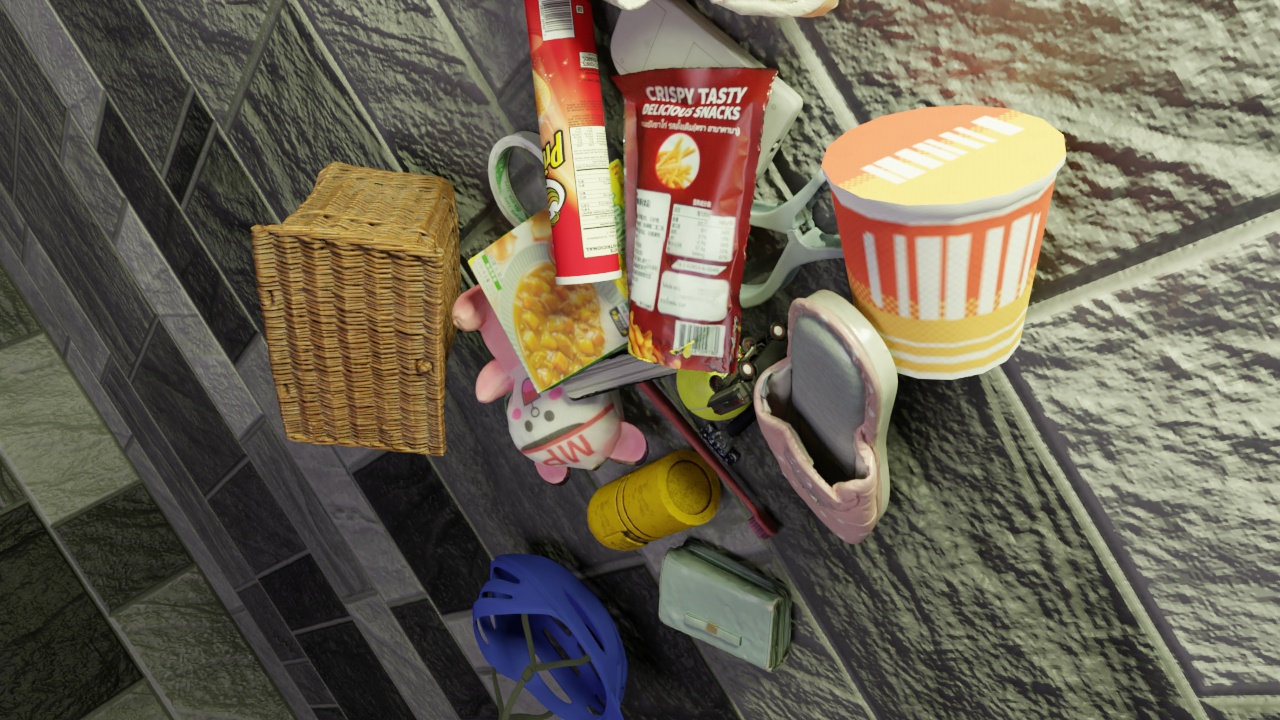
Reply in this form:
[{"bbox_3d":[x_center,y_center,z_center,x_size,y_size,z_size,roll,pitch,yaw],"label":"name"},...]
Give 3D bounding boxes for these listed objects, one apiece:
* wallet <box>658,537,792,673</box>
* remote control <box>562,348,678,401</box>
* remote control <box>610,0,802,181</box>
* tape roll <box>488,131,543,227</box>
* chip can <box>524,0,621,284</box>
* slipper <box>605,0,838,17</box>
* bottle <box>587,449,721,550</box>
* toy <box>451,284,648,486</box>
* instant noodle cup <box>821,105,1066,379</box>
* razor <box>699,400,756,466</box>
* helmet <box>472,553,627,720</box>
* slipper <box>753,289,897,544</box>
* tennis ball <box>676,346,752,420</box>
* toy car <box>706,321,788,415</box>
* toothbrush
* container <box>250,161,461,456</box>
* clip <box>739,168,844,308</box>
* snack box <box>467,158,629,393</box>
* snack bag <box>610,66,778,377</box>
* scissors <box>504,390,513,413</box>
[{"bbox_3d":[0.082,0.237,0.883,0.132,0.054,0.100,16,127,32],"label":"wallet"},{"bbox_3d":[-0.005,0.005,0.787,0.137,0.013,0.033,-16,103,18],"label":"remote control"},{"bbox_3d":[0.042,-0.198,0.645,0.151,0.019,0.074,44,140,13],"label":"remote control"},{"bbox_3d":[-0.098,-0.157,0.818,0.094,0.018,0.094,25,132,32],"label":"tape roll"},{"bbox_3d":[-0.051,-0.168,0.694,0.052,0.051,0.215,3,103,45],"label":"chip can"},{"bbox_3d":[0.010,-0.281,0.583,0.273,0.053,0.115,24,113,28],"label":"slipper"},{"bbox_3d":[0.000,0.141,0.880,0.071,0.070,0.164,57,141,0],"label":"bottle"},{"bbox_3d":[-0.082,0.014,0.860,0.142,0.084,0.213,-22,97,24],"label":"toy"},{"bbox_3d":[0.173,-0.065,0.532,0.123,0.123,0.121,19,136,37],"label":"instant noodle cup"},{"bbox_3d":[0.091,0.044,0.758,0.043,0.022,0.145,48,140,9],"label":"razor"},{"bbox_3d":[-0.127,0.336,1.022,0.241,0.227,0.148,41,129,16],"label":"helmet"},{"bbox_3d":[0.125,0.054,0.636,0.114,0.054,0.275,48,165,33],"label":"slipper"},{"bbox_3d":[0.061,0.015,0.735,0.065,0.065,0.065,26,132,32],"label":"tennis ball"},{"bbox_3d":[0.086,0.007,0.685,0.037,0.092,0.040,49,142,-8],"label":"toy car"},{"bbox_3d":[0.055,0.084,0.818,0.190,0.016,0.017,50,125,6],"label":"toothbrush"},{"bbox_3d":[-0.256,-0.061,0.897,0.162,0.182,0.251,7,130,-3],"label":"container"},{"bbox_3d":[0.086,-0.101,0.660,0.164,0.028,0.115,-17,104,49],"label":"clip"},{"bbox_3d":[-0.049,-0.066,0.760,0.168,0.027,0.132,-29,87,25],"label":"snack box"},{"bbox_3d":[0.029,-0.100,0.651,0.139,0.066,0.208,17,115,45],"label":"snack bag"},{"bbox_3d":[-0.116,0.014,0.958,0.093,0.032,0.175,31,130,31],"label":"scissors"}]
